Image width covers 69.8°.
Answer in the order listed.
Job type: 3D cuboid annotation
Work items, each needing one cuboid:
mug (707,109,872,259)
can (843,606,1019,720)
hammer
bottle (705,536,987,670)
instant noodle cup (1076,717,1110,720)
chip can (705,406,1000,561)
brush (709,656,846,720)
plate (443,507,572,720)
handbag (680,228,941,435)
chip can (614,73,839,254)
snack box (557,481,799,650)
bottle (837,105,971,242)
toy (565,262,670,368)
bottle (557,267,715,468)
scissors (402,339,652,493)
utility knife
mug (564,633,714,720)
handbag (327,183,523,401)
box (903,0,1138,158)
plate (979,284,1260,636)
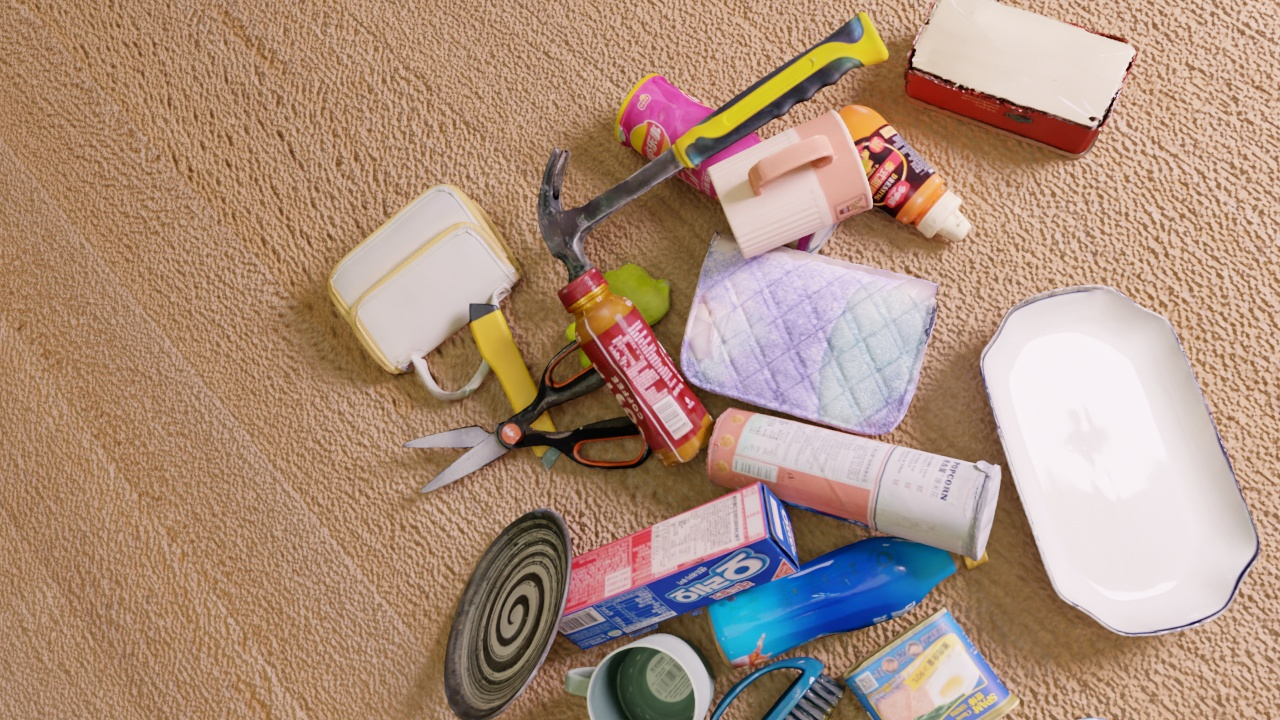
[{"bbox_3d":[0.112,-0.136,0.699,0.106,0.114,0.081,-23,82,9],"label":"mug"},{"bbox_3d":[0.219,0.250,0.702,0.102,0.057,0.083,-36,71,4],"label":"can"},{"bbox_3d":[0.049,-0.184,0.767,0.324,0.031,0.126,-30,82,19],"label":"hammer"},{"bbox_3d":[0.162,0.181,0.723,0.219,0.065,0.065,-22,75,9],"label":"bottle"},{"bbox_3d":[0.334,0.308,0.634,0.099,0.110,0.099,-3,78,12],"label":"instant noodle cup"},{"bbox_3d":[0.161,0.091,0.715,0.215,0.071,0.071,12,82,28],"label":"chip can"},{"bbox_3d":[0.094,0.291,0.723,0.073,0.055,0.144,38,90,17],"label":"brush"},{"bbox_3d":[-0.104,0.208,0.754,0.180,0.024,0.179,-40,34,34],"label":"plate"},{"bbox_3d":[0.137,-0.022,0.762,0.194,0.075,0.134,16,96,14],"label":"handbag"},{"bbox_3d":[0.080,-0.174,0.810,0.210,0.071,0.071,35,88,17],"label":"chip can"},{"bbox_3d":[0.022,0.167,0.731,0.208,0.057,0.058,-26,37,22],"label":"snack box"},{"bbox_3d":[0.219,-0.153,0.782,0.149,0.067,0.067,42,90,10],"label":"bottle"},{"bbox_3d":[-0.021,-0.040,0.829,0.097,0.031,0.100,0,83,10],"label":"toy"},{"bbox_3d":[-0.005,0.004,0.764,0.057,0.057,0.175,-34,98,5],"label":"bottle"},{"bbox_3d":[-0.091,0.068,0.812,0.198,0.021,0.227,39,96,2],"label":"scissors"},{"bbox_3d":[-0.114,0.022,0.832,0.033,0.015,0.167,-25,90,1],"label":"utility knife"},{"bbox_3d":[-0.001,0.259,0.725,0.112,0.106,0.082,4,81,14],"label":"mug"},{"bbox_3d":[-0.189,-0.055,0.860,0.163,0.063,0.178,-37,77,5],"label":"handbag"},{"bbox_3d":[0.314,-0.246,0.767,0.168,0.077,0.091,25,86,16],"label":"box"},{"bbox_3d":[0.356,0.072,0.702,0.162,0.034,0.265,-14,75,-3],"label":"plate"}]
